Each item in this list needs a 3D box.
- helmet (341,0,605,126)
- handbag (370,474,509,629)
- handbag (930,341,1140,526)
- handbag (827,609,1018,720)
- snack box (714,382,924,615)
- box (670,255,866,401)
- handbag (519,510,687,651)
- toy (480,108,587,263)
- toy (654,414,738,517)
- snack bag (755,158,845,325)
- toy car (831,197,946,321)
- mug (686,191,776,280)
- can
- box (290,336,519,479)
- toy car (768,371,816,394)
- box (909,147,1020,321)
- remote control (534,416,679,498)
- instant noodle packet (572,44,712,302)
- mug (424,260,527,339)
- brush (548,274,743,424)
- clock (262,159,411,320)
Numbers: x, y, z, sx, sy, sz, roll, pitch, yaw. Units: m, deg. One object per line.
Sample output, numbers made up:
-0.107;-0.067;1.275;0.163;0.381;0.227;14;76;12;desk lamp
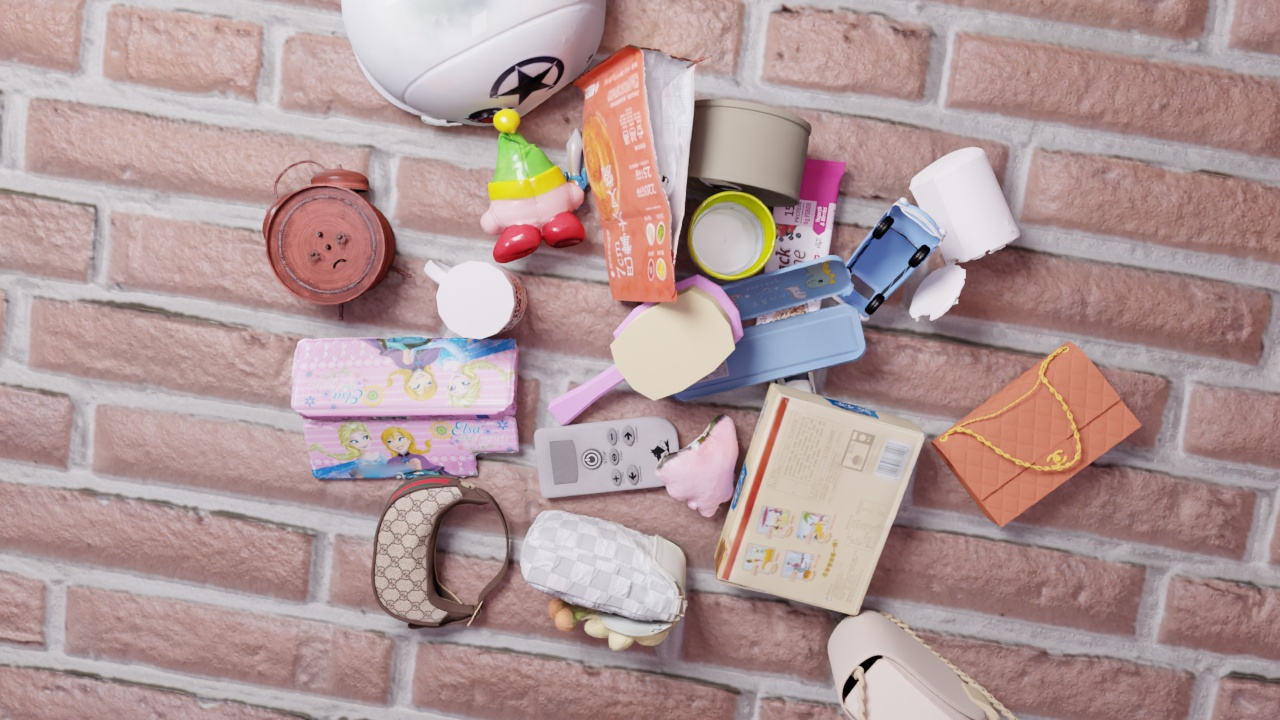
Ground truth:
-0.168;-0.350;0.863;0.264;0.163;0.236;-19;93;4;helmet
-0.208;0.206;0.965;0.138;0.063;0.166;7;97;-8;handbag
0.402;0.074;0.939;0.172;0.060;0.109;-37;89;4;handbag
0.276;0.347;0.887;0.208;0.210;0.103;38;95;6;handbag
0.177;0.142;0.933;0.153;0.055;0.207;15;104;-4;snack box
0.114;-0.033;0.920;0.210;0.049;0.120;-15;108;16;box
-0.042;0.225;0.936;0.171;0.112;0.123;18;102;-1;handbag
-0.105;-0.176;0.914;0.124;0.097;0.131;-16;81;-9;toy
0.068;0.114;0.949;0.102;0.050;0.093;-35;120;-20;toy
0.160;-0.108;0.941;0.070;0.016;0.196;10;95;16;snack bag
0.238;-0.099;0.893;0.056;0.154;0.054;40;57;7;toy car
0.086;-0.120;0.904;0.082;0.106;0.082;0;95;1;mug
0.097;-0.198;0.887;0.128;0.127;0.073;11;93;0;can
-0.241;0.052;0.949;0.230;0.066;0.159;-1;95;1;box
0.162;0.044;0.954;0.048;0.033;0.105;-12;96;1;toy car
0.301;-0.124;0.902;0.143;0.083;0.136;-30;96;-23;box
-0.034;0.102;0.969;0.151;0.019;0.074;-6;95;2;remote control
-0.004;-0.166;0.867;0.083;0.164;0.221;-2;95;-23;instant noodle packet
-0.170;-0.069;0.922;0.105;0.089;0.073;32;95;-1;mug
-0.005;0.005;0.912;0.229;0.043;0.089;-34;103;23;brush
-0.315;-0.130;0.929;0.120;0.072;0.157;-31;94;4;clock
